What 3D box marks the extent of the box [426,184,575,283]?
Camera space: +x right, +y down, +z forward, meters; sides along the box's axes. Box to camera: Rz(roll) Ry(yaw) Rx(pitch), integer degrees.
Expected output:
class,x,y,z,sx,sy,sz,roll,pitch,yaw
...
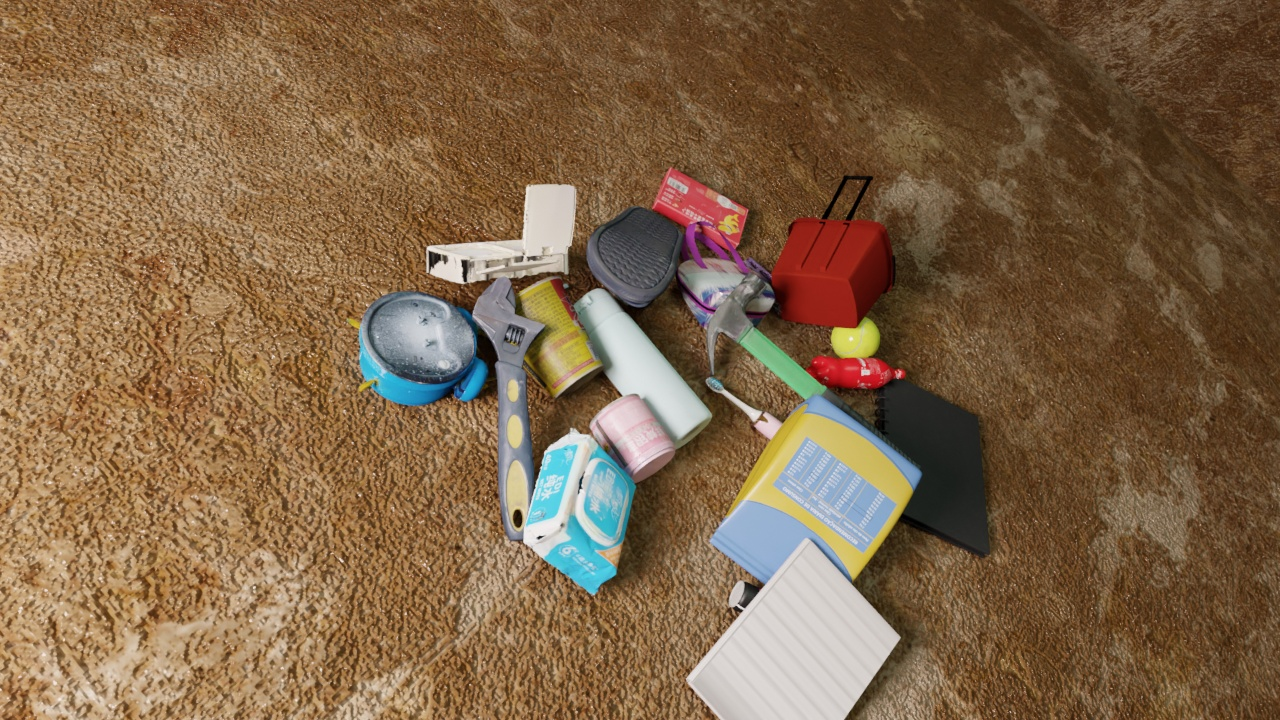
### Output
class,x,y,z,sx,sy,sz,roll,pitch,yaw
box,-0.140,-0.137,1.015,0.144,0.187,0.101,-11,94,-39

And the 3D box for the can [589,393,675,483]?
class,x,y,z,sx,sy,sz,roll,pitch,yaw
can,-0.008,0.085,0.989,0.067,0.067,0.076,-19,65,-39

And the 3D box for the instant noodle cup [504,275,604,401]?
class,x,y,z,sx,sy,sz,roll,pitch,yaw
instant noodle cup,-0.097,-0.020,1.012,0.100,0.101,0.112,-31,82,-43

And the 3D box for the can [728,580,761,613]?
class,x,y,z,sx,sy,sz,roll,pitch,yaw
can,0.134,0.260,0.955,0.080,0.032,0.031,28,46,-8

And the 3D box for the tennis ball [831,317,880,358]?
class,x,y,z,sx,sy,sz,roll,pitch,yaw
tennis ball,0.295,-0.029,1.259,0.065,0.065,0.065,16,48,-19

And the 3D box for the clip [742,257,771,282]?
class,x,y,z,sx,sy,sz,roll,pitch,yaw
clip,0.165,-0.125,1.299,0.052,0.013,0.036,43,44,10

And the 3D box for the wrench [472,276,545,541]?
class,x,y,z,sx,sy,sz,roll,pitch,yaw
wrench,-0.130,0.044,0.924,0.073,0.022,0.273,-2,75,-10

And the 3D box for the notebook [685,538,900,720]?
class,x,y,z,sx,sy,sz,roll,pitch,yaw
notebook,0.158,0.298,0.920,0.142,0.009,0.209,47,57,4

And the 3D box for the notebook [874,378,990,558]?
class,x,y,z,sx,sy,sz,roll,pitch,yaw
notebook,0.382,0.130,1.215,0.169,0.019,0.230,26,46,-12

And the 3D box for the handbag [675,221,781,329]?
class,x,y,z,sx,sy,sz,roll,pitch,yaw
handbag,0.105,-0.121,1.233,0.144,0.068,0.169,2,47,-27

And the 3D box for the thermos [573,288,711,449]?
class,x,y,z,sx,sy,sz,roll,pitch,yaw
thermos,-0.006,0.006,1.056,0.207,0.065,0.078,50,9,14

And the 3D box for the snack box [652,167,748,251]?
class,x,y,z,sx,sy,sz,roll,pitch,yaw
snack box,0.088,-0.218,1.323,0.133,0.021,0.089,28,46,-8

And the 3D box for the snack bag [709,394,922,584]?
class,x,y,z,sx,sy,sz,roll,pitch,yaw
snack bag,0.193,0.167,1.027,0.159,0.102,0.204,37,69,1

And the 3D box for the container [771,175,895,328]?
class,x,y,z,sx,sy,sz,roll,pitch,yaw
container,0.276,-0.147,1.271,0.148,0.127,0.200,9,47,33

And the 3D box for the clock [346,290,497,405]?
class,x,y,z,sx,sy,sz,roll,pitch,yaw
clock,-0.217,-0.009,0.951,0.161,0.060,0.116,3,52,-30

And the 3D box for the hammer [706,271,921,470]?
class,x,y,z,sx,sy,sz,roll,pitch,yaw
hammer,0.214,0.041,1.132,0.319,0.032,0.130,40,88,0

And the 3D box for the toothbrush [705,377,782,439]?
class,x,y,z,sx,sy,sz,roll,pitch,yaw
toothbrush,0.169,0.090,1.117,0.222,0.027,0.027,37,72,2

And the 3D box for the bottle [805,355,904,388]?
class,x,y,z,sx,sy,sz,roll,pitch,yaw
bottle,0.290,0.017,1.226,0.141,0.042,0.041,1,54,-20

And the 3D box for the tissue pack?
class,x,y,z,sx,sy,sz,roll,pitch,yaw
tissue pack,-0.056,0.143,0.899,0.093,0.062,0.144,45,37,-30

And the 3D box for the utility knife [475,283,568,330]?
class,x,y,z,sx,sy,sz,roll,pitch,yaw
utility knife,-0.139,-0.063,1.072,0.022,0.015,0.158,23,35,34

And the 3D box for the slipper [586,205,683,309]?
class,x,y,z,sx,sy,sz,roll,pitch,yaw
slipper,-0.014,-0.121,1.153,0.110,0.083,0.267,30,26,-2
